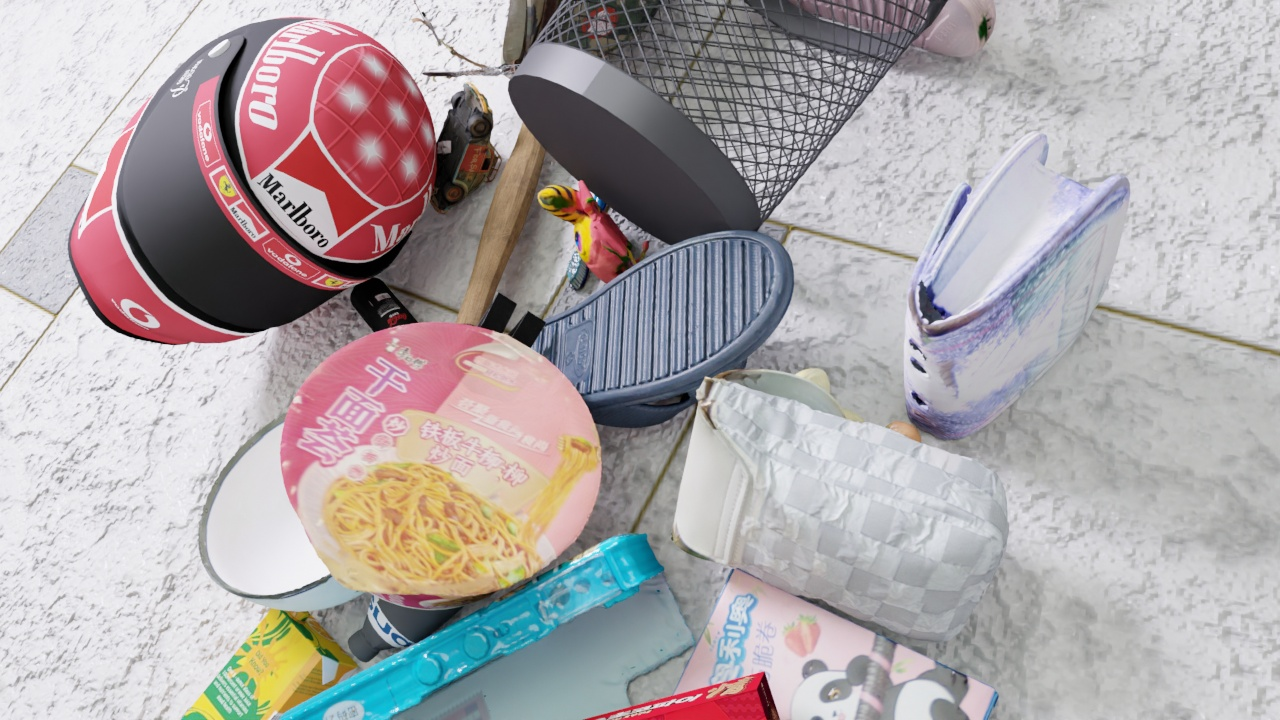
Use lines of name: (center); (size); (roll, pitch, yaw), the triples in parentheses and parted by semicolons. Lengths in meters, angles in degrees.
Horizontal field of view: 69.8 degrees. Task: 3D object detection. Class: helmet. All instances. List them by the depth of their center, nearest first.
helmet: (-0.271, -0.145, 0.703); (0.225, 0.198, 0.270); (-13, 42, 30)
helmet: (-0.093, -0.324, 0.732); (0.236, 0.193, 0.223); (2, 30, 3)

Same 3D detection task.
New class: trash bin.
trash bin: (0.053, -0.215, 0.622); (0.218, 0.218, 0.227); (32, 82, 31)

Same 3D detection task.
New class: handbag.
handbag: (0.190, -0.032, 0.503); (0.126, 0.158, 0.069); (-44, 61, -5)
handbag: (0.112, 0.073, 0.509); (0.171, 0.113, 0.123); (21, 38, 17)

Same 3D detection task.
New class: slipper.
slipper: (-0.004, 0.004, 0.612); (0.264, 0.082, 0.101); (-21, 52, 32)
slipper: (0.167, -0.305, 0.694); (0.239, 0.094, 0.064); (35, 84, 26)

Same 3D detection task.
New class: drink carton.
drink carton: (-0.249, 0.226, 0.605); (0.058, 0.041, 0.122); (32, 79, 31)

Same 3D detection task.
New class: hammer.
hammer: (-0.103, -0.101, 0.703); (0.133, 0.040, 0.304); (-22, 46, 44)

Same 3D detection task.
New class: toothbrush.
toothbrush: (-0.030, -0.140, 0.726); (0.016, 0.017, 0.188); (4, 66, 23)

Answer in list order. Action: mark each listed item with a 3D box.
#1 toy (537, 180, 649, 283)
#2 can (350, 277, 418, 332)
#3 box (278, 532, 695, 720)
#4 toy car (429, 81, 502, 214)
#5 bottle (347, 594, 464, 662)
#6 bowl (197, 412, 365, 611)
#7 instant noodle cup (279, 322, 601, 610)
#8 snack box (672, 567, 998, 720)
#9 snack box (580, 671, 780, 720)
toy: (-0.030, -0.090, 0.661); (0.046, 0.084, 0.103); (-42, 84, 21)
can: (-0.198, -0.032, 0.725); (0.031, 0.031, 0.080); (-43, 57, -5)
box: (-0.076, 0.202, 0.534); (0.227, 0.097, 0.117); (-29, 79, 3)
toy car: (-0.142, -0.173, 0.763); (0.047, 0.047, 0.112); (55, 130, 31)
bottle: (-0.142, 0.153, 0.599); (0.112, 0.047, 0.047); (-41, 57, -3)
bowl: (-0.213, 0.104, 0.627); (0.153, 0.073, 0.153); (-10, 50, 12)
instant noodle cup: (-0.118, 0.070, 0.545); (0.178, 0.078, 0.178); (10, 52, -13)
snack box: (0.101, 0.185, 0.497); (0.154, 0.033, 0.087); (21, 73, 28)
snack box: (0.010, 0.248, 0.467); (0.152, 0.035, 0.132); (-19, 81, 12)
